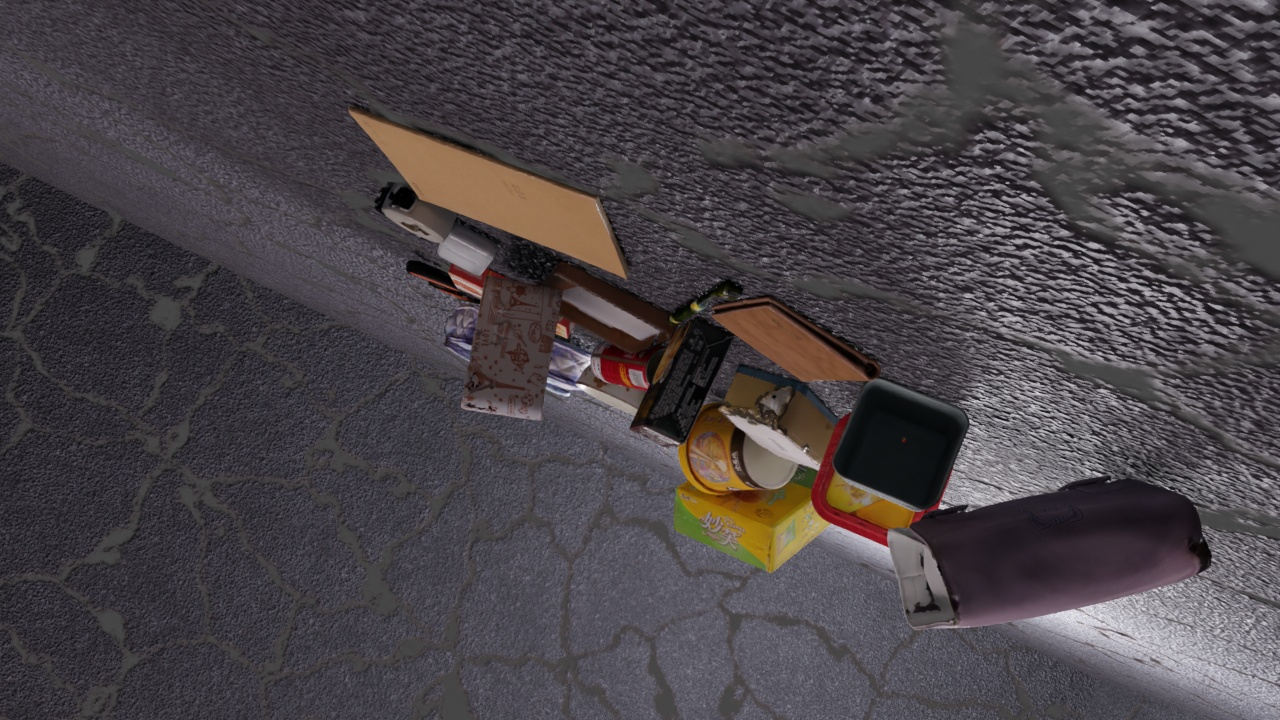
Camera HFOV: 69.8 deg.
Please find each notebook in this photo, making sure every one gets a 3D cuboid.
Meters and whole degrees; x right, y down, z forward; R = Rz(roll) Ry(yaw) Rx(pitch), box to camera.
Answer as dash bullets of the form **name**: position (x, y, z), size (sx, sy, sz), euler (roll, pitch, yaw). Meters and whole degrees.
- **notebook**: position (-0.115, -0.132, 0.734), size (0.211, 0.012, 0.149), euler (22, 169, 14)

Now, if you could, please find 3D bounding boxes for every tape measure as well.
- **tape measure**: position (-0.208, -0.139, 0.864), size (0.066, 0.033, 0.065), euler (15, 168, 47)

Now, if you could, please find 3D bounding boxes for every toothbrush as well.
- **toothbrush**: position (0.051, -0.046, 0.780), size (0.017, 0.012, 0.186), euler (19, 171, -9)

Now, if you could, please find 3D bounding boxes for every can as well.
- **can**: position (-0.006, 0.006, 1.075), size (0.053, 0.053, 0.133), euler (31, 169, -31)

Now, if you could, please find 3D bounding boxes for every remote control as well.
- **remote control**: position (-0.181, -0.116, 0.956), size (0.056, 0.020, 0.136), euler (28, 170, -12)

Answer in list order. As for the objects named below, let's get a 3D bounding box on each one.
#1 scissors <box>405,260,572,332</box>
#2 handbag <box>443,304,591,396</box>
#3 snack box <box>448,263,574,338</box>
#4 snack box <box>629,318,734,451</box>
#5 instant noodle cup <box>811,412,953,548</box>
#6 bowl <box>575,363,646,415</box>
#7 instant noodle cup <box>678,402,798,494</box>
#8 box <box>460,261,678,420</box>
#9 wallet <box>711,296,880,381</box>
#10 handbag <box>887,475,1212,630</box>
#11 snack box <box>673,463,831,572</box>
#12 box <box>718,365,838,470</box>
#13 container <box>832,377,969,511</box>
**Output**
- **scissors**: position (-0.201, -0.083, 1.201), size (0.221, 0.021, 0.211), euler (23, 175, -23)
- **handbag**: position (-0.170, -0.012, 1.275), size (0.193, 0.075, 0.134), euler (24, 174, -25)
- **snack box**: position (-0.150, -0.074, 1.087), size (0.153, 0.025, 0.075), euler (25, 171, 1)
- **snack box**: position (0.039, 0.027, 0.893), size (0.053, 0.113, 0.126), euler (27, 170, -6)
- **instant noodle cup**: position (0.244, 0.118, 0.916), size (0.116, 0.116, 0.123), euler (21, -178, 21)
- **bowl**: position (-0.022, 0.029, 1.214), size (0.113, 0.062, 0.113), euler (26, 171, 4)
- **instant noodle cup**: position (0.127, 0.110, 1.143), size (0.118, 0.118, 0.115), euler (30, 161, -28)
- **box**: position (-0.074, -0.009, 0.939), size (0.193, 0.156, 0.183), euler (12, 175, -9)
- **wallet**: position (0.123, -0.016, 0.746), size (0.115, 0.020, 0.101), euler (31, 168, -17)
- **handbag**: position (0.309, 0.151, 0.718), size (0.197, 0.098, 0.145), euler (-10, 170, -1)
- **snack box**: position (0.168, 0.189, 1.248), size (0.158, 0.070, 0.209), euler (17, -152, 37)
- **box**: position (0.161, 0.069, 0.992), size (0.090, 0.059, 0.184), euler (19, 171, 34)
- **container**: position (0.223, 0.079, 0.797), size (0.090, 0.090, 0.111), euler (22, 173, 18)
